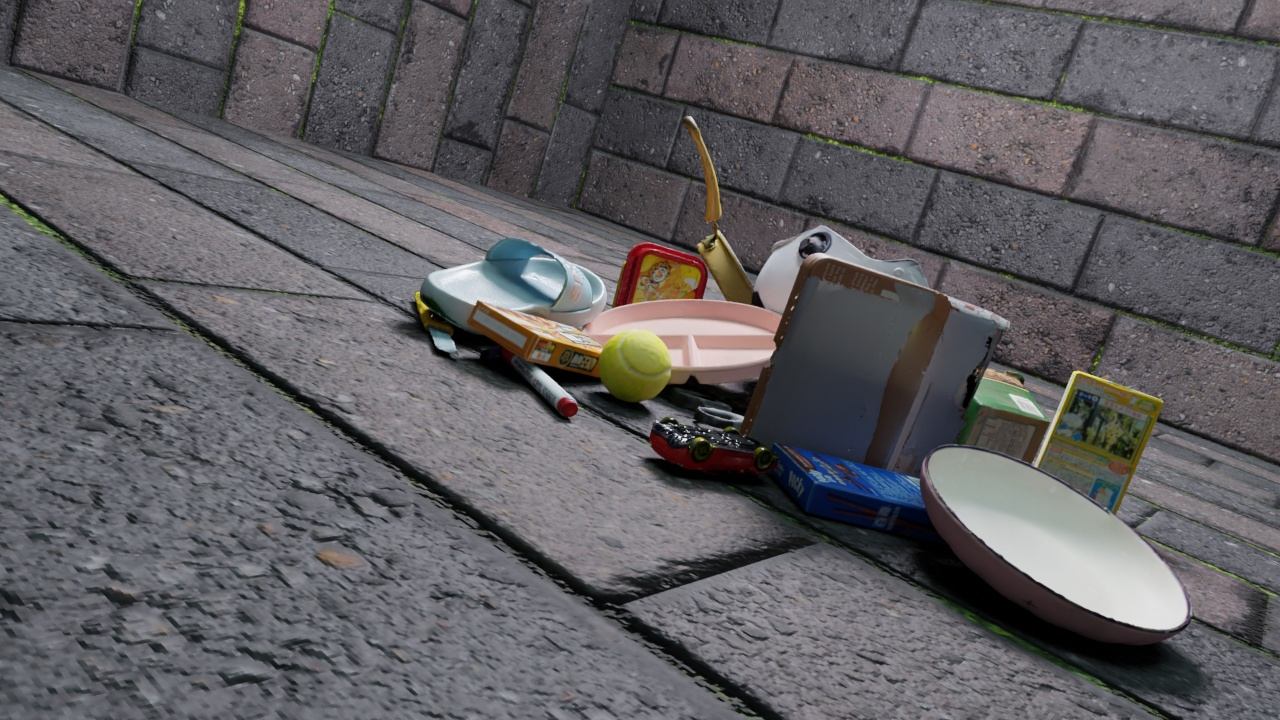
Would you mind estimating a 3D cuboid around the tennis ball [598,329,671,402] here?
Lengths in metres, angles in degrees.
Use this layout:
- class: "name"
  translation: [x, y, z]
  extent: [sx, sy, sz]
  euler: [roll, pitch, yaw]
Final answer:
- class: "tennis ball"
  translation: [-0.005, 0.005, 0.813]
  extent: [0.065, 0.065, 0.065]
  euler: [17, 11, -4]

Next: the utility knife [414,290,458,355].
- class: "utility knife"
  translation: [-0.190, -0.039, 0.863]
  extent: [0.033, 0.015, 0.223]
  euler: [11, 13, -21]

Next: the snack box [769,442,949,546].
- class: "snack box"
  translation: [0.183, 0.105, 0.712]
  extent: [0.157, 0.026, 0.084]
  euler: [15, 11, -16]

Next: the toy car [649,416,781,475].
- class: "toy car"
  translation: [0.057, 0.067, 0.684]
  extent: [0.106, 0.031, 0.049]
  euler: [9, 15, -35]

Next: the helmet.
- class: "helmet"
  translation: [0.224, -0.026, 1.072]
  extent: [0.259, 0.145, 0.229]
  euler: [26, -20, 38]

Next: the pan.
- class: "pan"
  translation: [0.119, -0.160, 1.261]
  extent: [0.357, 0.078, 0.197]
  euler: [58, 6, -23]

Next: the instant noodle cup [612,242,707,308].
- class: "instant noodle cup"
  translation: [0.017, -0.095, 1.268]
  extent: [0.116, 0.116, 0.124]
  euler: [14, 0, -16]

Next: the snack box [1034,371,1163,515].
- class: "snack box"
  translation: [0.467, 0.090, 0.950]
  extent: [0.087, 0.140, 0.033]
  euler: [21, 9, 17]

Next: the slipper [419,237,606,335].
- class: "slipper"
  translation: [-0.120, -0.081, 0.919]
  extent: [0.104, 0.074, 0.244]
  euler: [35, 24, 21]

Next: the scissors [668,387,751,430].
- class: "scissors"
  translation: [0.108, 0.059, 0.874]
  extent: [0.164, 0.014, 0.164]
  euler: [23, 10, 13]

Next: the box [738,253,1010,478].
- class: "box"
  translation: [0.215, 0.021, 0.788]
  extent: [0.269, 0.180, 0.136]
  euler: [8, 16, -45]

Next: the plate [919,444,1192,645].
- class: "plate"
  translation: [0.279, 0.130, 0.639]
  extent: [0.192, 0.039, 0.192]
  euler: [19, 24, -9]

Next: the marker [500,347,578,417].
- class: "marker"
  translation: [-0.085, 0.015, 0.759]
  extent: [0.017, 0.017, 0.145]
  euler: [11, 12, -31]

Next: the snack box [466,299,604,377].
- class: "snack box"
  translation: [-0.081, -0.016, 0.830]
  extent: [0.075, 0.026, 0.153]
  euler: [30, 7, 28]

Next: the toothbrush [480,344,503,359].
- class: "toothbrush"
  translation: [-0.117, -0.016, 0.875]
  extent: [0.017, 0.014, 0.188]
  euler: [12, 10, 12]

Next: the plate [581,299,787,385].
- class: "plate"
  translation: [0.052, -0.021, 0.971]
  extent: [0.229, 0.028, 0.229]
  euler: [-1, 21, 0]

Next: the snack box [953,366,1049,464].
- class: "snack box"
  translation: [0.354, 0.069, 0.952]
  extent: [0.118, 0.118, 0.105]
  euler: [13, 16, -11]
